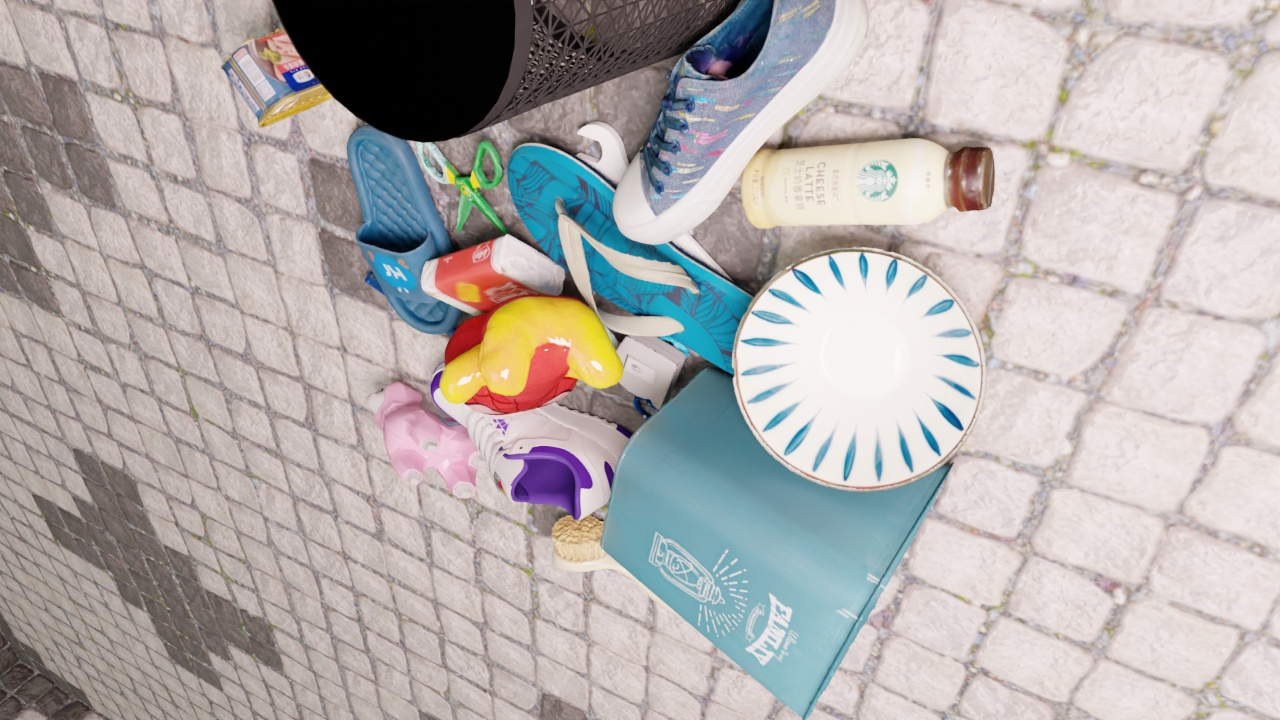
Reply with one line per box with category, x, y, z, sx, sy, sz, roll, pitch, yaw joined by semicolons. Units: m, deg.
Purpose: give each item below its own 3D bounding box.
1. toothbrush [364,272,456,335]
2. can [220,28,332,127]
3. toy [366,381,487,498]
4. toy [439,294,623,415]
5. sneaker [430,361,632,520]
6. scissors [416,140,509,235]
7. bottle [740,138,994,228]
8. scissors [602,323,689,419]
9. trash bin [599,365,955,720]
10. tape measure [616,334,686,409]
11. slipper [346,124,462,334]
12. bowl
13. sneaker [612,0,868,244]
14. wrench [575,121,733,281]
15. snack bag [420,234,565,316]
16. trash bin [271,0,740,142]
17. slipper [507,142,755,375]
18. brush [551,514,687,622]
toothbrush;-0.204;-0.041;0.944;0.190;0.016;0.017;31;127;10
can;-0.304;-0.250;0.794;0.054;0.099;0.059;-22;107;41
toy;-0.232;0.081;0.998;0.123;0.157;0.067;21;104;-33
toy;-0.105;-0.002;0.817;0.217;0.147;0.098;165;108;-67
sneaker;-0.127;0.086;0.920;0.244;0.110;0.092;23;132;18
scissors;-0.156;-0.157;0.819;0.131;0.011;0.126;44;143;7
bottle;0.151;-0.119;0.620;0.162;0.056;0.056;4;124;31
scissors;-0.006;0.009;0.851;0.128;0.014;0.134;-1;123;34
trash bin;0.103;0.135;0.761;0.219;0.198;0.197;30;133;21
tape measure;0.005;0.007;0.817;0.062;0.020;0.060;32;134;13
slipper;-0.235;-0.118;0.877;0.104;0.059;0.214;9;125;31
bowl;0.162;0.002;0.678;0.177;0.070;0.177;5;104;21
sneaker;0.042;-0.170;0.619;0.236;0.079;0.087;-41;50;39
wrench;0.045;-0.086;0.749;0.273;0.009;0.047;46;135;-5
snack bag;-0.135;-0.075;0.836;0.116;0.036;0.077;-10;154;38
trash bin;-0.072;-0.249;0.538;0.217;0.242;0.217;18;130;22
slipper;-0.005;-0.065;0.754;0.295;0.060;0.118;36;146;9
brush;0.018;0.255;0.998;0.272;0.061;0.078;32;139;4
